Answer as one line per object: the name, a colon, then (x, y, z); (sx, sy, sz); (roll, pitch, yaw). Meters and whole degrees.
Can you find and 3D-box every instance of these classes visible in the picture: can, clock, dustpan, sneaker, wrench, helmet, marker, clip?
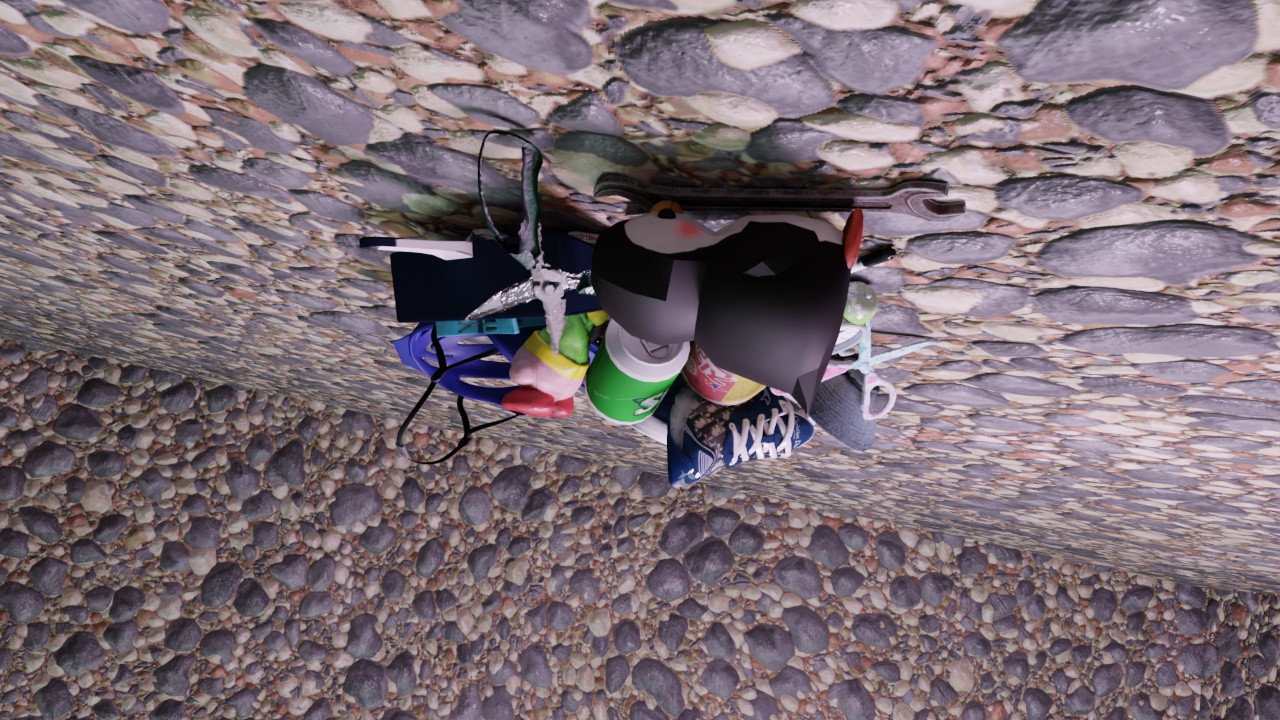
can: (-0.006, 0.006, 0.976); (0.088, 0.087, 0.140); (13, 150, -9)
clock: (0.162, -0.036, 0.831); (0.094, 0.042, 0.119); (-11, 160, -3)
dustpan: (-0.130, -0.080, 0.837); (0.237, 0.080, 0.272); (0, -171, 41)
sneaker: (-0.021, 0.000, 1.159); (0.120, 0.127, 0.295); (28, 180, -40)
sneaker: (0.123, 0.074, 1.021); (0.132, 0.103, 0.268); (6, -165, 25)
wrench: (0.092, -0.116, 0.667); (0.274, 0.010, 0.070); (6, 167, 25)
helmet: (-0.182, 0.024, 1.063); (0.242, 0.227, 0.148); (8, 141, 13)
marker: (0.167, -0.076, 0.781); (0.011, 0.011, 0.152); (16, 168, -20)
clip: (-0.164, -0.042, 0.991); (0.116, 0.026, 0.097); (-3, -175, 21)

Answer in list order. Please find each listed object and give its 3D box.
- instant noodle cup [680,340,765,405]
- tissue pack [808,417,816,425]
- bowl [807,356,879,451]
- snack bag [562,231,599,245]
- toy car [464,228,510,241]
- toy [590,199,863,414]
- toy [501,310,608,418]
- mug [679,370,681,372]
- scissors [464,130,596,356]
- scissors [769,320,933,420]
instant noodle cup: (0.101, -0.017, 0.939); (0.100, 0.100, 0.113); (13, 160, -8)
tissue pack: (0.223, 0.058, 1.218); (0.104, 0.071, 0.181); (2, 168, 34)
bowl: (0.236, 0.033, 1.056); (0.137, 0.137, 0.057); (20, 125, -36)
snack bag: (0.006, -0.096, 0.833); (0.158, 0.013, 0.057); (9, 166, 10)
toy car: (-0.150, -0.110, 0.880); (0.038, 0.027, 0.090); (9, 171, -22)
toy: (0.052, -0.044, 0.664); (0.184, 0.140, 0.159); (12, 163, 5)
toy: (-0.079, -0.001, 0.985); (0.097, 0.131, 0.124); (11, 178, 34)
mug: (0.039, 0.042, 1.312); (0.097, 0.079, 0.111); (9, -164, 11)
scissors: (-0.052, -0.095, 0.694); (0.201, 0.015, 0.206); (-23, 130, -4)
scissors: (0.224, 0.016, 0.959); (0.171, 0.013, 0.177); (-21, 138, 11)
